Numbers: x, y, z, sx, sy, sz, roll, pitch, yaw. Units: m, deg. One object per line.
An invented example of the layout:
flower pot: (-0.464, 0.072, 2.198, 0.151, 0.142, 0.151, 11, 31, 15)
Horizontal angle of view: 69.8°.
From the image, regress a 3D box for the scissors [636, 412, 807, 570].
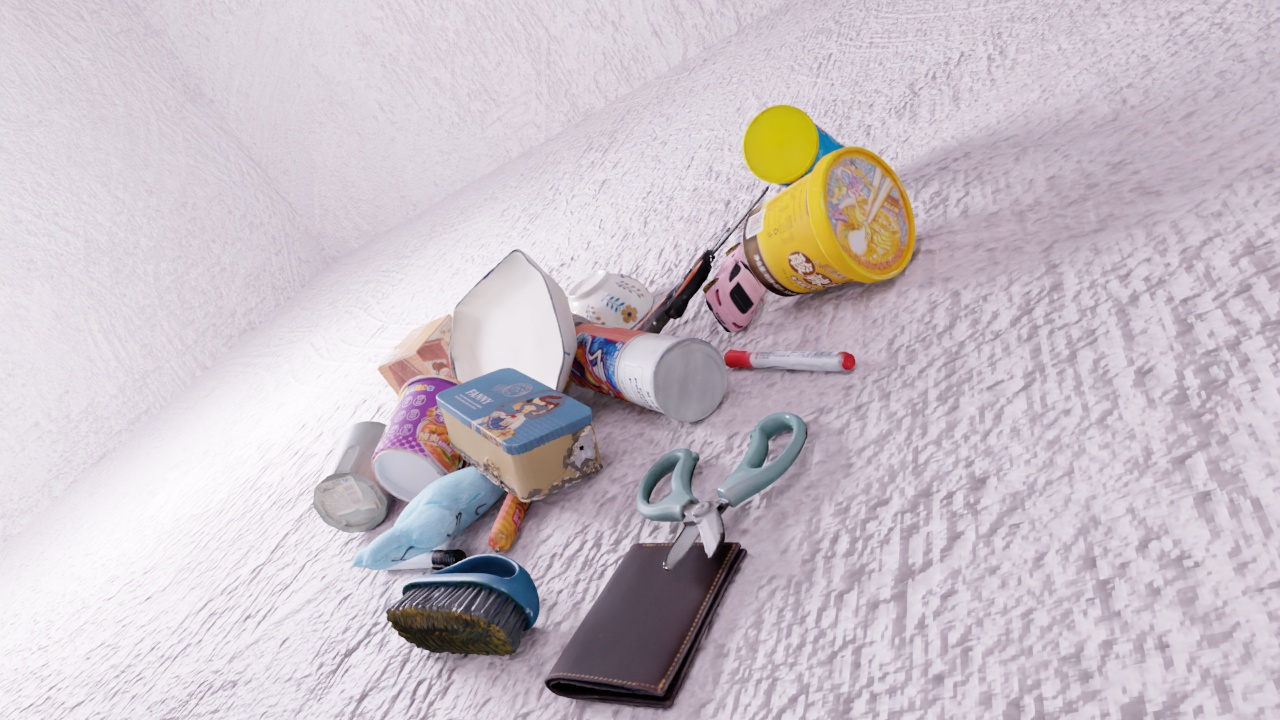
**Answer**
scissors: (0.038, 0.095, 0.652, 0.172, 0.019, 0.176, -13, 24, 42)

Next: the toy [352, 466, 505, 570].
toy: (-0.185, 0.140, 0.837, 0.161, 0.050, 0.156, -28, 9, -5)

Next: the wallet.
wallet: (0.005, 0.160, 0.577, 0.097, 0.020, 0.122, -9, 30, 38)

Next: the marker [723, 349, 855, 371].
marker: (0.120, 0.000, 0.761, 0.017, 0.017, 0.145, -44, 23, -25)

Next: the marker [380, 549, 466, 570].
marker: (-0.203, 0.182, 0.831, 0.131, 0.018, 0.022, -13, 38, 41)

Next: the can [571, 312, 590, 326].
can: (-0.099, -0.032, 0.993, 0.058, 0.058, 0.116, -41, 34, -18)

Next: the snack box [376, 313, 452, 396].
snack box: (-0.266, 0.010, 1.188, 0.077, 0.094, 0.092, -20, 25, 32)

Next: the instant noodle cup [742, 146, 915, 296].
instant noodle cup: (0.163, -0.116, 0.824, 0.115, 0.118, 0.118, -18, 25, 52)

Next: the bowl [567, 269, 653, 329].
bowl: (-0.047, -0.068, 1.090, 0.113, 0.062, 0.113, -27, 21, 12)

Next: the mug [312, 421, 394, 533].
mug: (-0.285, 0.125, 1.005, 0.124, 0.084, 0.103, -5, 26, 3)

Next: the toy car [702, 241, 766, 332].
toy car: (0.099, -0.075, 0.900, 0.037, 0.056, 0.122, -22, 23, 37)

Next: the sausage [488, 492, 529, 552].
sausage: (-0.106, 0.117, 0.826, 0.021, 0.021, 0.164, -24, 23, 23)

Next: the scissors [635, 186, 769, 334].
scissors: (0.055, -0.083, 0.938, 0.221, 0.021, 0.233, -48, 5, 27)

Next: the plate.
plate: (-0.135, -0.012, 0.965, 0.034, 0.162, 0.267, -8, -13, -34)

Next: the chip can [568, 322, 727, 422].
chip can: (-0.005, 0.005, 0.855, 0.071, 0.071, 0.215, -40, 22, -17)

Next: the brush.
brush: (-0.126, 0.176, 0.678, 0.144, 0.055, 0.073, -14, 30, 43)

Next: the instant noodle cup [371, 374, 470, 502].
instant noodle cup: (-0.218, 0.086, 0.943, 0.112, 0.111, 0.099, -20, 30, 32)

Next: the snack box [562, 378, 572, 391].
snack box: (-0.124, -0.002, 1.053, 0.075, 0.026, 0.154, -45, 35, -22)

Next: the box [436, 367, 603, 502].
box: (-0.116, 0.062, 0.838, 0.089, 0.062, 0.184, -23, 28, -31)

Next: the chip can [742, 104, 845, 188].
chip can: (0.168, -0.204, 0.932, 0.071, 0.071, 0.209, -24, -6, 23)
